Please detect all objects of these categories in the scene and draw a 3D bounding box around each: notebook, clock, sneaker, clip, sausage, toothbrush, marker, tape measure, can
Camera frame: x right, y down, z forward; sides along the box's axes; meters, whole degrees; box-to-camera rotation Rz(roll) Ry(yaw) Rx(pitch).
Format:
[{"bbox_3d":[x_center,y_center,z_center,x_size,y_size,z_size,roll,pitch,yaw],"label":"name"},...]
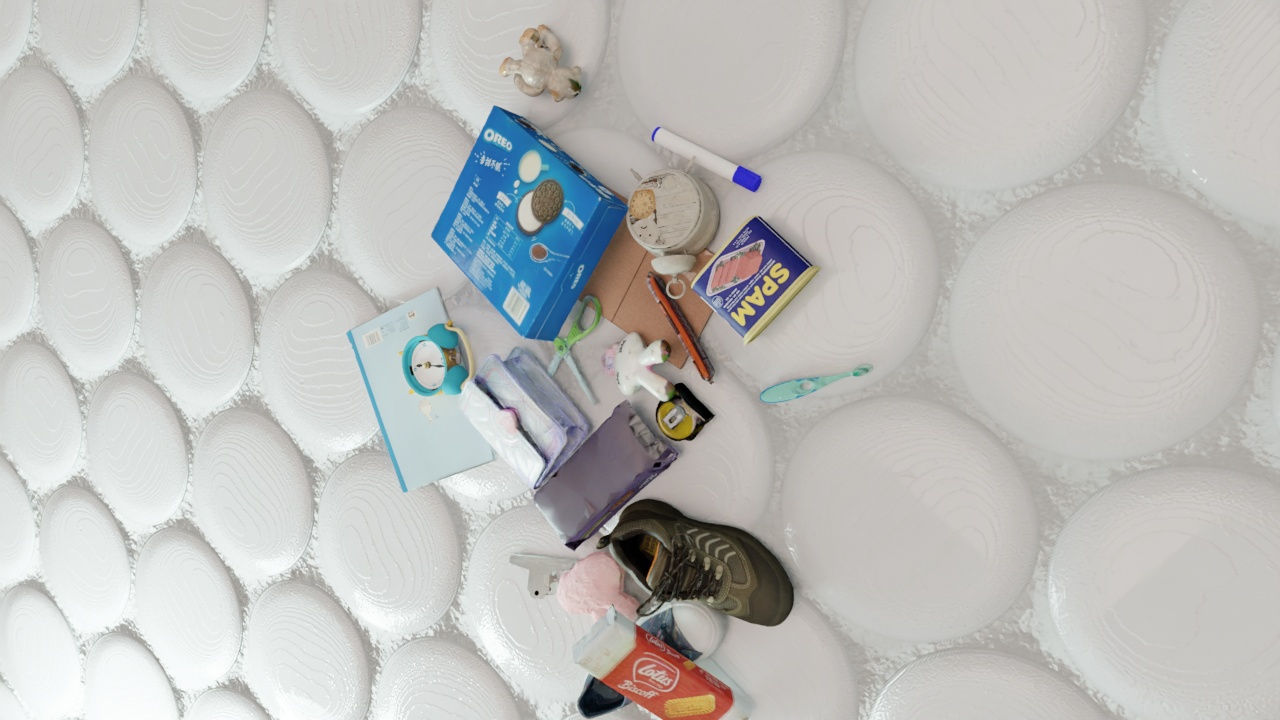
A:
[{"bbox_3d":[-0.001,-0.104,1.118,0.209,0.008,0.142,35,111,19],"label":"notebook"},{"bbox_3d":[0.034,-0.150,1.053,0.103,0.061,0.157,-7,84,23],"label":"clock"},{"bbox_3d":[0.056,0.240,1.059,0.238,0.142,0.101,23,106,23],"label":"sneaker"},{"bbox_3d":[-0.313,0.046,1.297,0.181,0.009,0.253,-21,87,27],"label":"notebook"},{"bbox_3d":[-0.276,0.003,1.245,0.130,0.043,0.099,-15,89,33],"label":"clock"},{"bbox_3d":[-0.133,0.289,1.224,0.102,0.045,0.055,-1,83,28],"label":"clip"},{"bbox_3d":[0.048,-0.040,1.085,0.020,0.020,0.155,-34,81,26],"label":"sausage"},{"bbox_3d":[0.194,0.027,1.031,0.135,0.017,0.022,-17,92,28],"label":"toothbrush"},{"bbox_3d":[0.075,-0.233,1.056,0.141,0.020,0.020,32,110,20],"label":"marker"},{"bbox_3d":[0.003,0.370,1.139,0.236,0.079,0.087,-42,78,25],"label":"sneaker"},{"bbox_3d":[0.048,0.067,1.101,0.061,0.034,0.061,45,116,16],"label":"tape measure"},{"bbox_3d":[0.126,-0.091,1.022,0.092,0.056,0.116,45,112,9],"label":"can"}]

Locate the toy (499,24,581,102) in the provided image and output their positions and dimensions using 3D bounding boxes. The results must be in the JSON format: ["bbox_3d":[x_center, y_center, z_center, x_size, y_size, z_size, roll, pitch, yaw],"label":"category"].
[{"bbox_3d":[-0.110,-0.356,1.116,0.106,0.074,0.085,35,98,15],"label":"toy"}]

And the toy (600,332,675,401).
[{"bbox_3d":[-0.007,0.006,1.107,0.123,0.037,0.079,7,103,47],"label":"toy"}]

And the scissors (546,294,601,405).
[{"bbox_3d":[-0.102,-0.019,1.178,0.172,0.023,0.172,38,115,16],"label":"scissors"}]

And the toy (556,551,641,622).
[{"bbox_3d":[-0.051,0.300,1.177,0.108,0.053,0.105,-38,91,23],"label":"toy"}]

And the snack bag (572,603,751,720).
[{"bbox_3d":[0.027,0.379,1.084,0.225,0.041,0.077,38,104,-20],"label":"snack bag"}]

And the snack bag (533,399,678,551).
[{"bbox_3d":[-0.051,0.146,1.149,0.206,0.058,0.096,-46,75,25],"label":"snack bag"}]

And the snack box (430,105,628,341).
[{"bbox_3d":[-0.145,-0.169,1.125,0.239,0.056,0.196,46,115,32],"label":"snack box"}]

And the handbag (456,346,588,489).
[{"bbox_3d":[-0.159,0.077,1.189,0.158,0.069,0.127,48,123,11],"label":"handbag"}]
